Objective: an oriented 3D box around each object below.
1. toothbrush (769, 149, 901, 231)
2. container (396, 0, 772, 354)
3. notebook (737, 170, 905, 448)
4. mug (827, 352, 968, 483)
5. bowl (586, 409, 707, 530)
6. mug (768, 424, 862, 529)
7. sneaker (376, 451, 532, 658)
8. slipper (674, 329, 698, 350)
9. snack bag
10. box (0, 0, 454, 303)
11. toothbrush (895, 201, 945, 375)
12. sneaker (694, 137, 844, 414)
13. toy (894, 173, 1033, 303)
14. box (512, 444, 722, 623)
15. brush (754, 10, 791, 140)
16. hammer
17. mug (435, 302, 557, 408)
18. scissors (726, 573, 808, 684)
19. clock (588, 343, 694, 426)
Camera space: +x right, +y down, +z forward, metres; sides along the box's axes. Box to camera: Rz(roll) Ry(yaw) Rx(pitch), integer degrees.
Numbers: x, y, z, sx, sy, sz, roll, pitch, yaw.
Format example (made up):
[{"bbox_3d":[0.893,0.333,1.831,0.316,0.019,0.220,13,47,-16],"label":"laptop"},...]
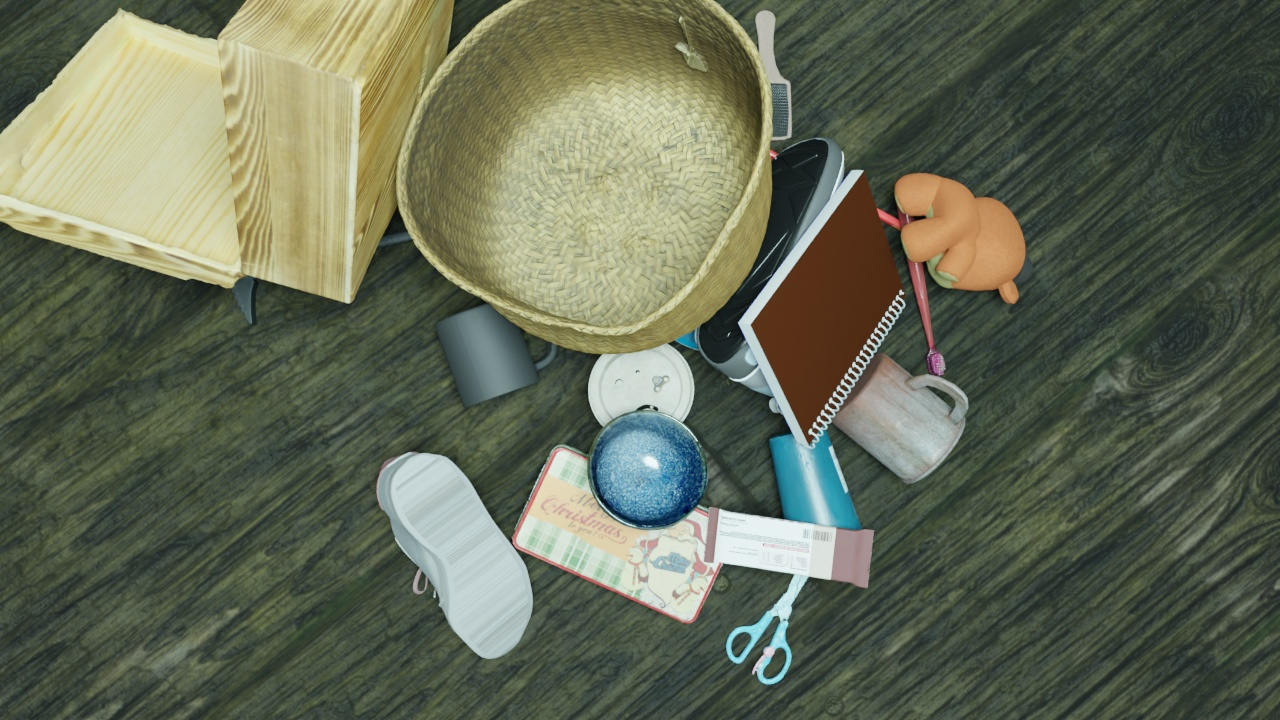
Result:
[{"bbox_3d":[0.204,-0.171,0.958,0.212,0.012,0.018,28,88,-3],"label":"toothbrush"},{"bbox_3d":[-0.029,-0.159,0.811,0.307,0.196,0.306,-1,83,12],"label":"container"},{"bbox_3d":[0.182,-0.046,0.871,0.208,0.022,0.172,-52,131,-25],"label":"notebook"},{"bbox_3d":[0.261,0.049,0.910,0.110,0.123,0.096,35,46,-5],"label":"mug"},{"bbox_3d":[0.001,0.109,0.876,0.114,0.061,0.114,4,70,-12],"label":"bowl"},{"bbox_3d":[0.174,0.130,0.927,0.078,0.078,0.121,-14,86,-3],"label":"mug"},{"bbox_3d":[-0.188,0.186,0.909,0.099,0.089,0.236,-31,113,-24],"label":"sneaker"},{"bbox_3d":[0.024,-0.139,0.926,0.118,0.060,0.295,-26,91,0],"label":"slipper"},{"bbox_3d":[0.142,0.180,0.887,0.158,0.013,0.057,5,90,14],"label":"snack bag"},{"bbox_3d":[-0.352,-0.239,0.763,0.336,0.287,0.278,14,50,-7],"label":"box"},{"bbox_3d":[0.291,-0.076,0.952,0.016,0.016,0.190,-13,96,1],"label":"toothbrush"},{"bbox_3d":[0.163,-0.080,0.914,0.160,0.093,0.256,34,76,-38],"label":"sneaker"},{"bbox_3d":[0.327,-0.120,0.913,0.176,0.096,0.112,16,55,-18],"label":"toy"},{"bbox_3d":[-0.016,0.174,0.927,0.205,0.051,0.117,26,88,-2],"label":"box"},{"bbox_3d":[0.132,-0.297,0.952,0.050,0.015,0.135,-2,90,-5],"label":"brush"},{"bbox_3d":[-0.254,-0.116,0.932,0.325,0.015,0.095,-13,90,-4],"label":"hammer"},{"bbox_3d":[-0.137,-0.012,0.913,0.113,0.078,0.088,-20,91,-30],"label":"mug"},{"bbox_3d":[0.137,0.262,0.957,0.076,0.015,0.141,22,82,-1],"label":"scissors"},{"bbox_3d":[-0.005,0.005,0.923,0.103,0.061,0.157,-12,98,-3],"label":"clock"}]
